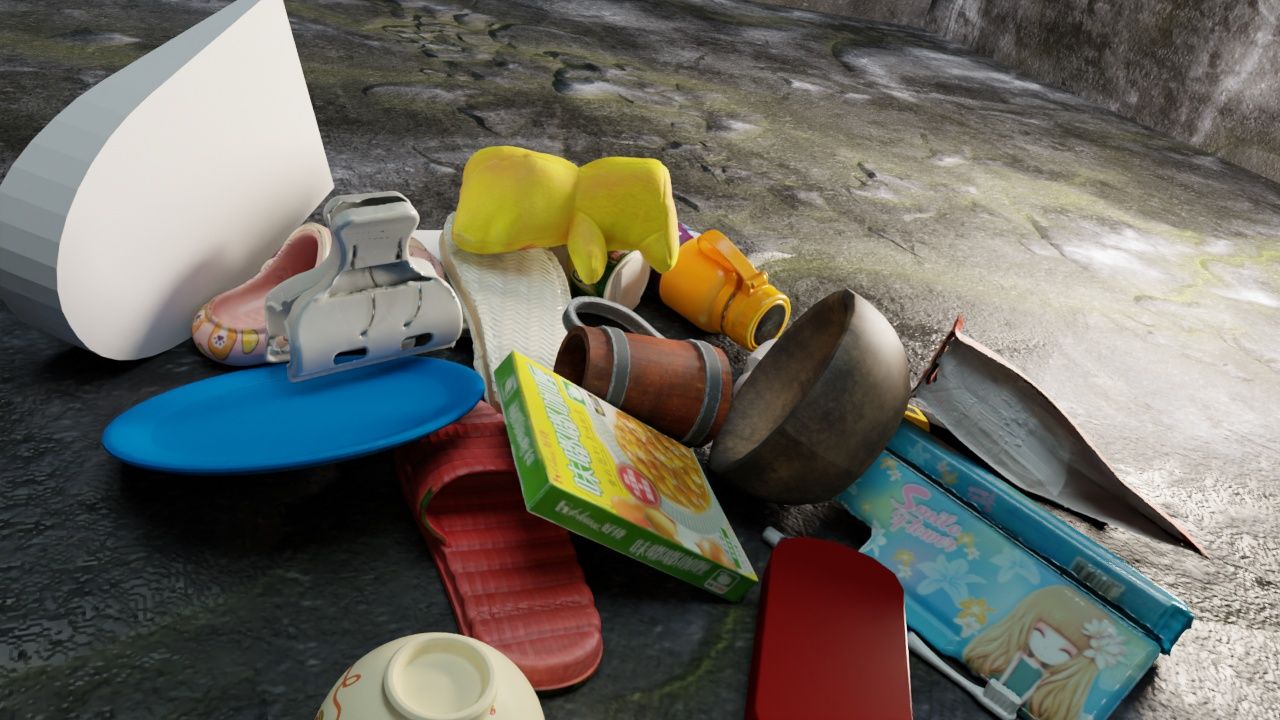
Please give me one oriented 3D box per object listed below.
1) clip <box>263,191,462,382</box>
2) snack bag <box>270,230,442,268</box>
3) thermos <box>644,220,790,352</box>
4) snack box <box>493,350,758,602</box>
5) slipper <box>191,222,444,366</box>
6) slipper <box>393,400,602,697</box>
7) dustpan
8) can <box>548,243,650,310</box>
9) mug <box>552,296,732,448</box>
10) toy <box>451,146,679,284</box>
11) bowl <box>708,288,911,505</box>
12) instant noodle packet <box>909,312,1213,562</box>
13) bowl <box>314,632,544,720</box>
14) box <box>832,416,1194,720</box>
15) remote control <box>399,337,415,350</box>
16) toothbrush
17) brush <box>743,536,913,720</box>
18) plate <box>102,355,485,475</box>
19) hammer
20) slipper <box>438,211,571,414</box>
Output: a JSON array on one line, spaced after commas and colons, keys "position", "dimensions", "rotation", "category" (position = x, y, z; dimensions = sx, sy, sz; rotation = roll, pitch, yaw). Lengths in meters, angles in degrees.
[{"position": [-0.183, -0.038, 0.628], "dimensions": [0.126, 0.152, 0.105], "rotation": [-16, 67, -37], "category": "clip"}, {"position": [-0.245, -0.103, 0.852], "dimensions": [0.196, 0.016, 0.070], "rotation": [-3, 36, -27], "category": "snack bag"}, {"position": [0.037, -0.093, 0.884], "dimensions": [0.233, 0.076, 0.091], "rotation": [38, -7, 34], "category": "thermos"}, {"position": [-0.010, 0.072, 0.575], "dimensions": [0.168, 0.027, 0.132], "rotation": [31, 20, -33], "category": "snack box"}, {"position": [-0.242, -0.061, 0.699], "dimensions": [0.196, 0.082, 0.093], "rotation": [-26, 47, -34], "category": "slipper"}, {"position": [-0.086, 0.087, 0.561], "dimensions": [0.103, 0.059, 0.248], "rotation": [-4, 36, -27], "category": "slipper"}, {"position": [-0.333, -0.121, 0.654], "dimensions": [0.053, 0.192, 0.257], "rotation": [20, 55, 10], "category": "dustpan"}, {"position": [-0.055, -0.094, 0.867], "dimensions": [0.121, 0.067, 0.067], "rotation": [30, 34, 26], "category": "can"}, {"position": [-0.004, 0.004, 0.683], "dimensions": [0.111, 0.082, 0.117], "rotation": [12, 45, -26], "category": "mug"}, {"position": [-0.061, -0.134, 0.790], "dimensions": [0.194, 0.088, 0.134], "rotation": [6, 42, -6], "category": "toy"}, {"position": [0.125, 0.034, 0.652], "dimensions": [0.070, 0.163, 0.161], "rotation": [36, 30, -7], "category": "bowl"}, {"position": [0.307, 0.060, 0.678], "dimensions": [0.221, 0.084, 0.164], "rotation": [36, 11, 16], "category": "instant noodle packet"}, {"position": [-0.092, 0.165, 0.410], "dimensions": [0.118, 0.074, 0.117], "rotation": [10, 30, -6], "category": "bowl"}, {"position": [0.239, 0.125, 0.616], "dimensions": [0.168, 0.087, 0.227], "rotation": [-15, 41, -41], "category": "box"}, {"position": [-0.231, -0.044, 0.763], "dimensions": [0.043, 0.013, 0.136], "rotation": [-14, 40, -39], "category": "remote control"}, {"position": [0.153, 0.159, 0.579], "dimensions": [0.187, 0.017, 0.012], "rotation": [34, 25, 31], "category": "toothbrush"}, {"position": [0.103, 0.172, 0.512], "dimensions": [0.082, 0.042, 0.173], "rotation": [16, 30, 4], "category": "brush"}, {"position": [-0.210, 0.037, 0.580], "dimensions": [0.224, 0.024, 0.224], "rotation": [-3, 15, 1], "category": "plate"}, {"position": [0.245, 0.056, 0.784], "dimensions": [0.324, 0.029, 0.126], "rotation": [21, 31, 11], "category": "hammer"}, {"position": [-0.109, -0.035, 0.761], "dimensions": [0.114, 0.054, 0.272], "rotation": [0, 41, -25], "category": "slipper"}]
